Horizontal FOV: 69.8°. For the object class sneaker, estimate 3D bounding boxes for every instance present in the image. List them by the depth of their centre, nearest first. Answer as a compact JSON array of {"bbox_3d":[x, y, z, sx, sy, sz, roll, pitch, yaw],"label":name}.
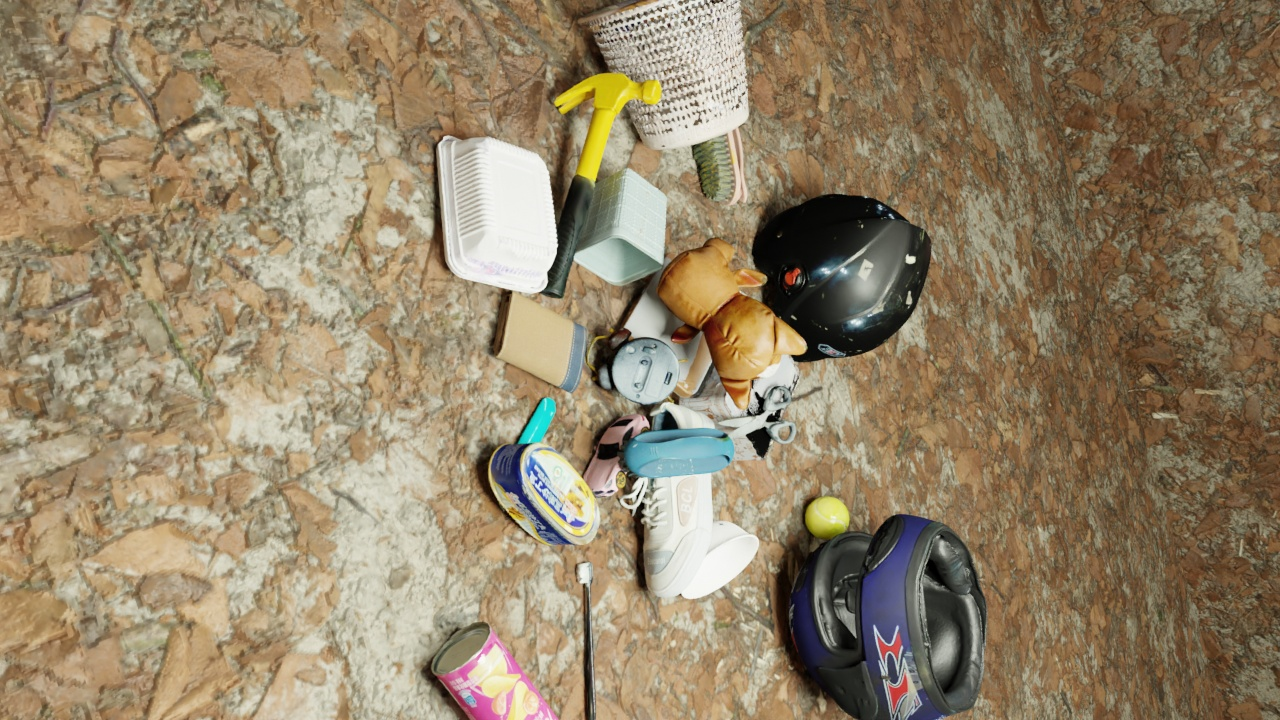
[{"bbox_3d":[0.032,0.164,1.126,0.090,0.090,0.241,28,60,-35],"label":"sneaker"}]

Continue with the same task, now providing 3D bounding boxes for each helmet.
[{"bbox_3d":[0.324,0.348,1.262,0.246,0.241,0.316,-51,127,-40],"label":"helmet"},{"bbox_3d":[0.316,-0.122,1.415,0.233,0.230,0.274,22,84,-39],"label":"helmet"}]

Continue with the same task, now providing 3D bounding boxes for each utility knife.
[{"bbox_3d":[-0.129,0.102,1.030,0.029,0.013,0.150,50,46,-29],"label":"utility knife"}]

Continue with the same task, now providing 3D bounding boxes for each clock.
[{"bbox_3d":[-0.007,0.007,1.128,0.122,0.055,0.082,19,94,-4],"label":"clock"}]

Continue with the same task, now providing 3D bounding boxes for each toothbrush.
[{"bbox_3d":[-0.060,0.321,1.041,0.018,0.016,0.181,7,74,-39],"label":"toothbrush"}]

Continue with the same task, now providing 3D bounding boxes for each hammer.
[{"bbox_3d":[-0.070,-0.219,1.123,0.033,0.129,0.300,48,54,-66],"label":"hammer"}]

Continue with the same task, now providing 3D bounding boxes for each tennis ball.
[{"bbox_3d":[0.282,0.238,1.384,0.065,0.066,0.065,15,69,-43],"label":"tennis ball"}]

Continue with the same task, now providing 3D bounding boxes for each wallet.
[{"bbox_3d":[-0.115,-0.021,1.064,0.115,0.033,0.090,28,58,-38],"label":"wallet"}]

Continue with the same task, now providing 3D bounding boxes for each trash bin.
[{"bbox_3d":[0.052,-0.396,1.225,0.226,0.228,0.192,-41,122,-44],"label":"trash bin"}]

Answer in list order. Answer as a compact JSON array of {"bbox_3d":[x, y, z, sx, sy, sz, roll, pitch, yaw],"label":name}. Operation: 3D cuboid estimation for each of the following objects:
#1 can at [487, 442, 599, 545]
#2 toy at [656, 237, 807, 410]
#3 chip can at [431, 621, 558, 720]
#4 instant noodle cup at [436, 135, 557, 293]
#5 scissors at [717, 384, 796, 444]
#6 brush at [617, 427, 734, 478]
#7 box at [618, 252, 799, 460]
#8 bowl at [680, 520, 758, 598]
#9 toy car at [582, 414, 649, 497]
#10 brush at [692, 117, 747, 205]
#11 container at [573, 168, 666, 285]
[{"bbox_3d":[-0.103,0.147,1.002,0.148,0.049,0.074,54,45,-34],"label":"can"},{"bbox_3d":[0.110,-0.049,1.135,0.130,0.140,0.199,0,44,-49],"label":"toy"},{"bbox_3d":[-0.123,0.364,0.922,0.071,0.072,0.210,-47,113,-42],"label":"chip can"},{"bbox_3d":[-0.152,-0.172,1.032,0.137,0.060,0.173,9,67,-44],"label":"instant noodle cup"},{"bbox_3d":[0.158,0.086,1.209,0.156,0.014,0.168,54,47,-30],"label":"scissors"},{"bbox_3d":[0.049,0.106,1.065,0.143,0.074,0.055,-1,78,-27],"label":"brush"},{"bbox_3d":[0.095,-0.006,1.243,0.260,0.105,0.178,54,47,-29],"label":"box"},{"bbox_3d":[0.085,0.240,1.168,0.118,0.118,0.064,5,37,-46],"label":"bowl"},{"bbox_3d":[-0.031,0.111,1.098,0.037,0.056,0.122,53,47,-28],"label":"toy car"},{"bbox_3d":[0.121,-0.302,1.363,0.072,0.063,0.145,-11,88,-37],"label":"brush"},{"bbox_3d":[-0.022,-0.170,1.161,0.090,0.090,0.111,30,56,-38],"label":"container"}]
